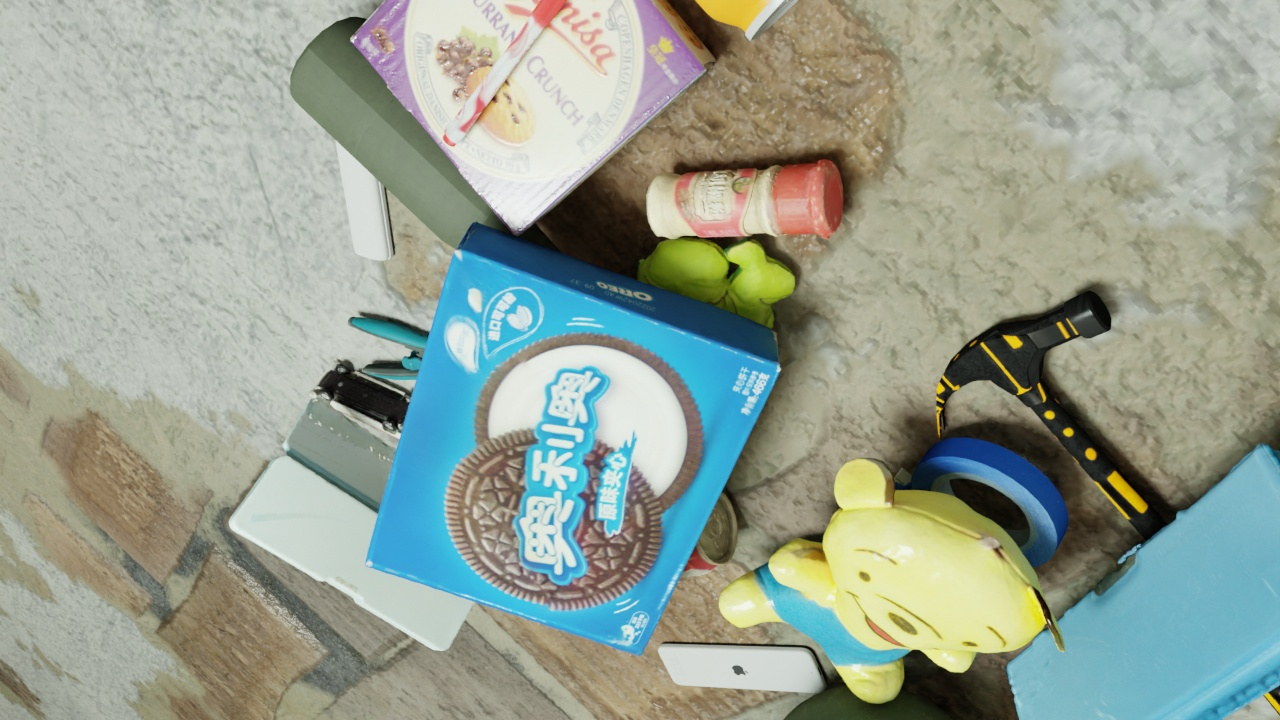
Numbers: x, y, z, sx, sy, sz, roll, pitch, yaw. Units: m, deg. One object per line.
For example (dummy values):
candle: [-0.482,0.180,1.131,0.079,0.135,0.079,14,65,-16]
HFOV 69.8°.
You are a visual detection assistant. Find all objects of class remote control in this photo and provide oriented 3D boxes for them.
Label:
remote control: [-0.203,-0.134,0.665,0.033,0.012,0.131,16,127,20]
remote control: [0.082,0.256,0.766,0.147,0.008,0.045,-11,114,35]

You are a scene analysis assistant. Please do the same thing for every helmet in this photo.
helmet: [0.172,0.332,0.667,0.227,0.153,0.268,9,130,23]

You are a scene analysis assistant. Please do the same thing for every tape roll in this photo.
tape roll: [0.208,0.087,0.552,0.091,0.016,0.093,42,152,3]

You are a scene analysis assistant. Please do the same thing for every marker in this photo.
marker: [-0.062,-0.168,0.482,0.013,0.012,0.142,43,113,-2]

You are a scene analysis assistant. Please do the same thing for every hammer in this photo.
hammer: [0.298,0.105,0.525,0.320,0.036,0.124,48,135,-4]

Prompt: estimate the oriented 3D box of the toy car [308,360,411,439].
toy car: [-0.224,0.040,0.781,0.113,0.039,0.039,21,150,17]

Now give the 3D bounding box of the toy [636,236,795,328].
toy: [0.042,-0.045,0.570,0.093,0.036,0.094,29,132,0]

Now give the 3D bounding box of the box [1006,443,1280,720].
box: [0.309,0.157,0.492,0.102,0.094,0.232,12,132,-11]

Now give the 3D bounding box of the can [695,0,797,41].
can: [0.028,-0.226,0.425,0.142,0.078,0.079,46,131,-5]

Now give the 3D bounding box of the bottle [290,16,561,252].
bottle: [-0.126,-0.123,0.589,0.207,0.071,0.072,44,132,-3]

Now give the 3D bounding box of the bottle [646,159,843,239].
bottle: [0.058,-0.090,0.524,0.109,0.044,0.044,3,122,29]

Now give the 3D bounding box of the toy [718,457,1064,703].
toy: [0.156,0.141,0.579,0.149,0.083,0.215,31,145,1]

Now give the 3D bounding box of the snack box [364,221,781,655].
snack box: [-0.049,0.056,0.575,0.195,0.056,0.239,19,116,-5]

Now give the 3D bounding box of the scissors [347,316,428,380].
scissors: [-0.175,-0.002,0.735,0.128,0.019,0.154,47,130,-8]

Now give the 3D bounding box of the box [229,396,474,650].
box: [-0.208,0.129,0.734,0.197,0.136,0.049,40,134,-21]

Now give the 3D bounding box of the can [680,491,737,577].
can: [-0.012,0.135,0.700,0.171,0.067,0.067,-15,112,36]

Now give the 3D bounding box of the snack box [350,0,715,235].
snack box: [-0.060,-0.171,0.510,0.148,0.040,0.143,-37,98,22]
